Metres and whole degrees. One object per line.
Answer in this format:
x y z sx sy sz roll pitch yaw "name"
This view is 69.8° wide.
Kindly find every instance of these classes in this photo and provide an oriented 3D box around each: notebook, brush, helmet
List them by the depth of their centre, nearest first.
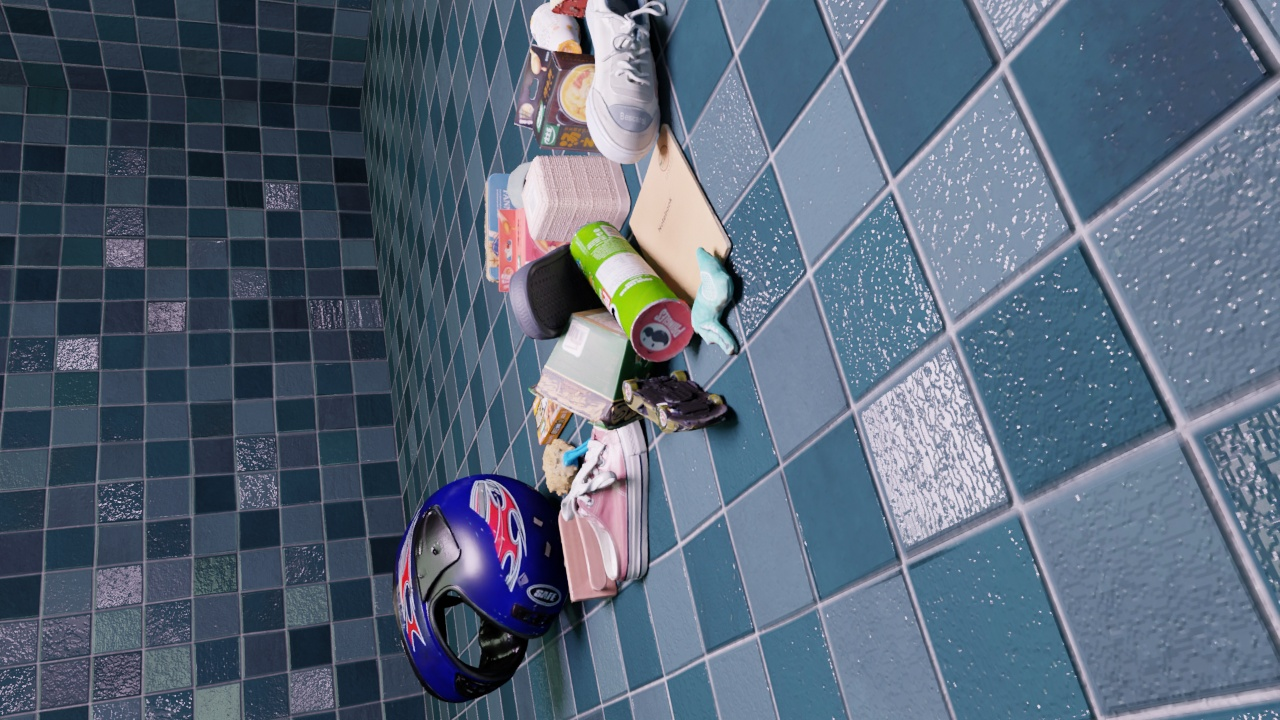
0.038 -0.139 1.007 0.148 0.008 0.207 112 147 -44 "notebook"
-0.074 0.251 1.243 0.073 0.063 0.145 116 146 -55 "brush"
-0.085 0.128 1.296 0.255 0.045 0.083 138 130 -56 "brush"
-0.221 0.321 1.366 0.241 0.247 0.315 -31 54 26 "helmet"

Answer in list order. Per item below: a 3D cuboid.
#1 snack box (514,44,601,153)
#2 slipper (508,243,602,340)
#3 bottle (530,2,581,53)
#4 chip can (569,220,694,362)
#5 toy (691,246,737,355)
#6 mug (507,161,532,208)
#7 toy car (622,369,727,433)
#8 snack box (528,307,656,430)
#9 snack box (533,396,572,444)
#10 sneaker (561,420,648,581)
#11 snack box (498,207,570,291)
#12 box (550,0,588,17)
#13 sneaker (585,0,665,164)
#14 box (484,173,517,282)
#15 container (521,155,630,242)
-0.078 -0.313 1.111 0.113 0.125 0.053 112 147 -45 "snack box"
-0.117 -0.078 1.119 0.267 0.083 0.110 -36 -69 -73 "slipper"
-0.111 -0.444 1.257 0.108 0.063 0.063 -115 32 -43 "bottle"
-0.015 -0.086 1.036 0.236 0.072 0.072 -125 39 -54 "chip can"
0.074 -0.052 0.909 0.096 0.030 0.092 56 147 39 "toy"
-0.136 -0.231 1.335 0.103 0.083 0.124 26 141 65 "mug"
0.034 0.046 0.955 0.158 0.070 0.042 -148 51 -64 "toy car"
-0.044 0.002 1.055 0.118 0.117 0.106 24 109 23 "snack box"
-0.130 0.063 1.400 0.154 0.026 0.075 122 140 -53 "snack box"
-0.045 0.156 1.131 0.118 0.087 0.241 177 90 -67 "sneaker"
-0.124 -0.148 1.237 0.044 0.127 0.113 -162 71 -66 "snack box"
-0.067 -0.487 1.127 0.168 0.080 0.091 -178 87 -68 "box"
-0.011 -0.335 1.015 0.091 0.089 0.241 138 132 -56 "sneaker"
-0.203 -0.215 1.466 0.059 0.089 0.184 -168 75 -73 "box"
-0.085 -0.204 1.157 0.090 0.110 0.089 123 139 -54 "container"
